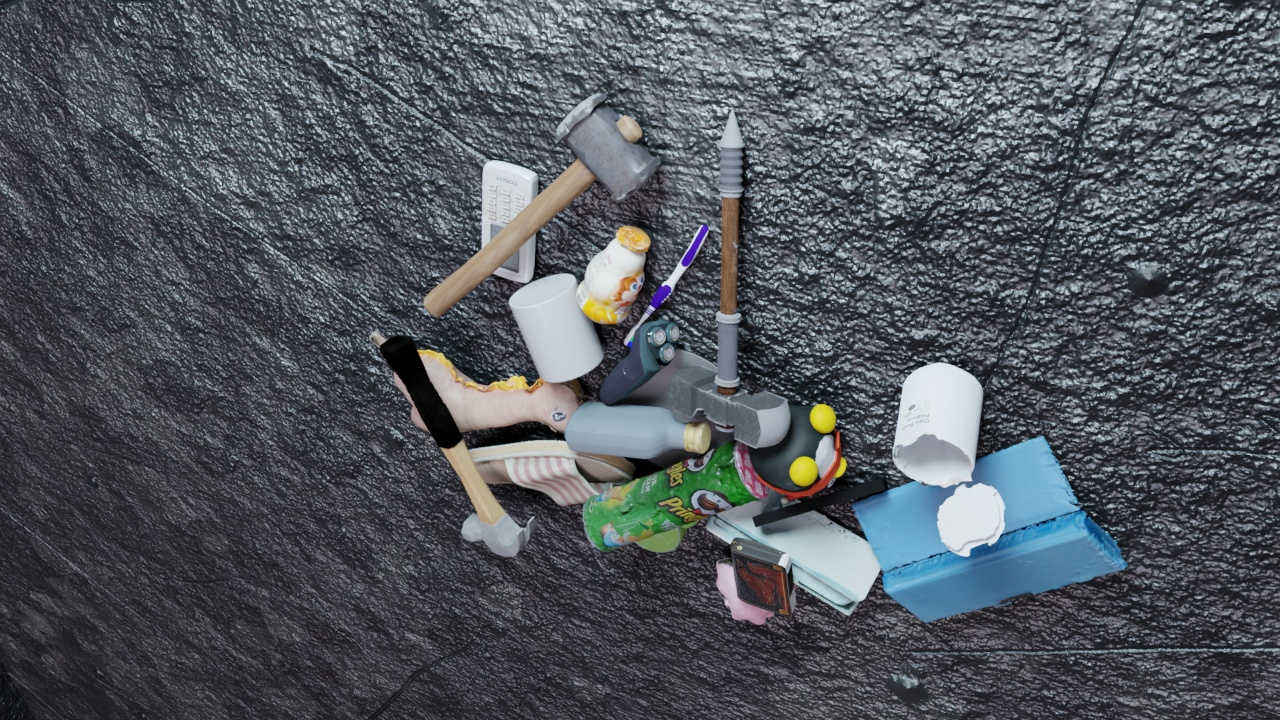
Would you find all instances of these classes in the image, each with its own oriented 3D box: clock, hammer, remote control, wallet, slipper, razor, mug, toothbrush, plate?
[{"bbox_3d":[0.023,0.194,1.151,0.094,0.042,0.120,26,129,8],"label":"clock"},{"bbox_3d":[-0.120,-0.140,0.956,0.329,0.052,0.098,-37,102,30],"label":"hammer"},{"bbox_3d":[0.198,0.157,1.016,0.150,0.034,0.013,-20,79,19],"label":"remote control"},{"bbox_3d":[0.142,0.252,1.064,0.072,0.019,0.123,13,143,23],"label":"wallet"},{"bbox_3d":[-0.127,0.147,1.169,0.264,0.052,0.115,-5,149,33],"label":"slipper"},{"bbox_3d":[-0.006,0.006,1.019,0.143,0.047,0.052,-45,67,45],"label":"razor"},{"bbox_3d":[-0.103,-0.039,1.039,0.112,0.078,0.097,17,134,52],"label":"mug"},{"bbox_3d":[0.088,-0.079,0.906,0.156,0.043,0.323,23,122,46],"label":"hammer"},{"bbox_3d":[0.027,-0.075,0.981,0.016,0.015,0.187,35,130,-1],"label":"toothbrush"},{"bbox_3d":[0.044,0.059,1.066,0.178,0.012,0.179,14,127,18],"label":"plate"},{"bbox_3d":[-0.228,0.113,1.134,0.131,0.039,0.328,5,128,42],"label":"hammer"},{"bbox_3d":[-0.144,-0.151,1.007,0.060,0.025,0.139,19,129,14],"label":"remote control"}]

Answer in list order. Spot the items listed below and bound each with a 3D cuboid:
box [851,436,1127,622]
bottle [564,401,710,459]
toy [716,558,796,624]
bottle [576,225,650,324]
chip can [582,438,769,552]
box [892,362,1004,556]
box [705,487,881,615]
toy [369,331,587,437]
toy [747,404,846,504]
[{"bbox_3d":[0.356,0.194,0.966,0.232,0.066,0.173,-31,102,36],"label":"box"},{"bbox_3d":[0.000,0.081,1.047,0.161,0.072,0.046,3,118,25],"label":"bottle"},{"bbox_3d":[0.142,0.293,1.153,0.102,0.050,0.093,11,123,16],"label":"toy"},{"bbox_3d":[-0.025,-0.090,0.964,0.063,0.063,0.109,32,132,4],"label":"bottle"},{"bbox_3d":[0.035,0.158,1.061,0.224,0.075,0.075,-25,109,27],"label":"chip can"},{"bbox_3d":[0.294,0.091,0.871,0.118,0.159,0.085,44,137,-21],"label":"box"},{"bbox_3d":[0.183,0.206,1.077,0.199,0.085,0.096,29,100,5],"label":"box"},{"bbox_3d":[-0.200,0.030,1.138,0.265,0.065,0.196,-8,123,30],"label":"toy"},{"bbox_3d":[0.171,0.103,0.982,0.100,0.097,0.119,9,157,38],"label":"toy"}]
